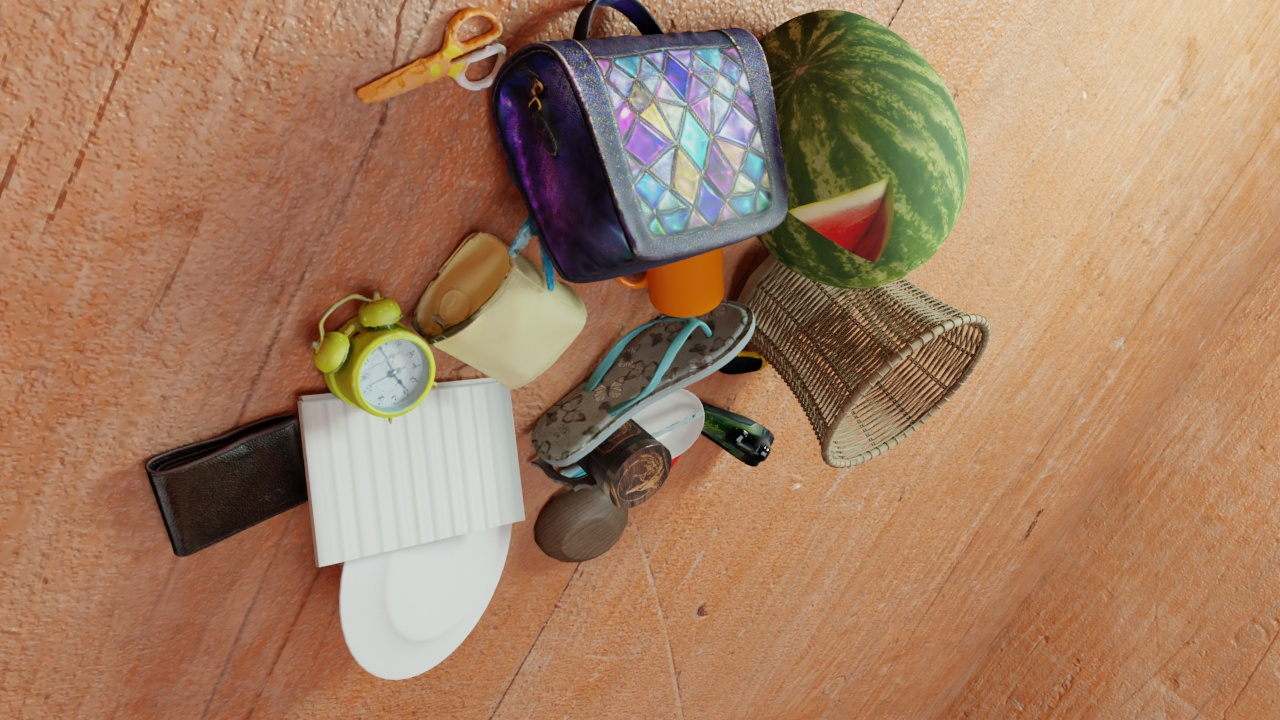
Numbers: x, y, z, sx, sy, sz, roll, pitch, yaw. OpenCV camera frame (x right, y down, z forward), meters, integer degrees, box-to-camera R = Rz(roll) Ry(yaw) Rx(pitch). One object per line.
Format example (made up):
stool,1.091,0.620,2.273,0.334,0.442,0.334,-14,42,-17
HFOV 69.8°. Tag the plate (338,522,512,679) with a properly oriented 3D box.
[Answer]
plate,-0.195,0.192,0.894,0.241,0.016,0.243,-30,126,-55

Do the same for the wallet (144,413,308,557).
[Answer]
wallet,-0.338,0.104,0.767,0.119,0.031,0.100,-23,135,-32

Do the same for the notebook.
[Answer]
notebook,-0.200,0.093,0.834,0.209,0.009,0.142,-5,88,-43

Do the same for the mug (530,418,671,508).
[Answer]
mug,-0.045,0.103,0.975,0.115,0.107,0.080,-34,138,-18

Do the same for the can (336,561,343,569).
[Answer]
can,-0.253,0.181,0.875,0.067,0.067,0.105,-38,139,-14

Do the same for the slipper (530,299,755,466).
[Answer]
slipper,-0.006,0.006,0.954,0.268,0.098,0.055,-34,135,-5

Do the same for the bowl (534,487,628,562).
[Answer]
bowl,-0.064,0.198,1.072,0.117,0.030,0.118,-14,130,-17

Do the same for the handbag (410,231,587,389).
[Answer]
handbag,-0.126,-0.043,0.813,0.111,0.081,0.119,-47,143,8

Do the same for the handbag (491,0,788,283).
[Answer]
handbag,0.003,-0.189,0.753,0.204,0.126,0.222,-19,95,-35

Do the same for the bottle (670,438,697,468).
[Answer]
bottle,0.017,0.125,1.105,0.119,0.036,0.036,-47,140,-3

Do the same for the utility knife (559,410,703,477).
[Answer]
utility knife,-0.009,0.094,1.041,0.181,0.015,0.022,-26,131,-6

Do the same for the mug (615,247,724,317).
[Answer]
mug,0.026,-0.101,0.916,0.112,0.077,0.096,-10,132,-3

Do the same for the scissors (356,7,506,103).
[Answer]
scissors,-0.157,-0.220,0.694,0.127,0.013,0.064,-33,137,-20

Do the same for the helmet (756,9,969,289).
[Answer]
helmet,0.189,-0.190,0.858,0.214,0.242,0.247,-20,138,23

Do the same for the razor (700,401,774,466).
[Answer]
razor,0.111,0.089,1.144,0.151,0.067,0.054,30,94,-42

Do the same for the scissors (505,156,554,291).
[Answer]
scissors,-0.089,-0.130,0.782,0.138,0.011,0.133,67,31,-27

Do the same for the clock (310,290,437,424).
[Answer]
clock,-0.223,-0.004,0.762,0.083,0.057,0.119,-44,130,-20

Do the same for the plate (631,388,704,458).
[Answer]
plate,0.021,0.069,1.060,0.104,0.026,0.104,-9,123,-14

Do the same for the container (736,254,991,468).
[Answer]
container,0.236,-0.026,1.034,0.226,0.196,0.227,-27,148,-18

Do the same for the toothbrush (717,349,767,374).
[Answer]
toothbrush,0.078,0.001,1.072,0.196,0.031,0.031,0,137,-40
